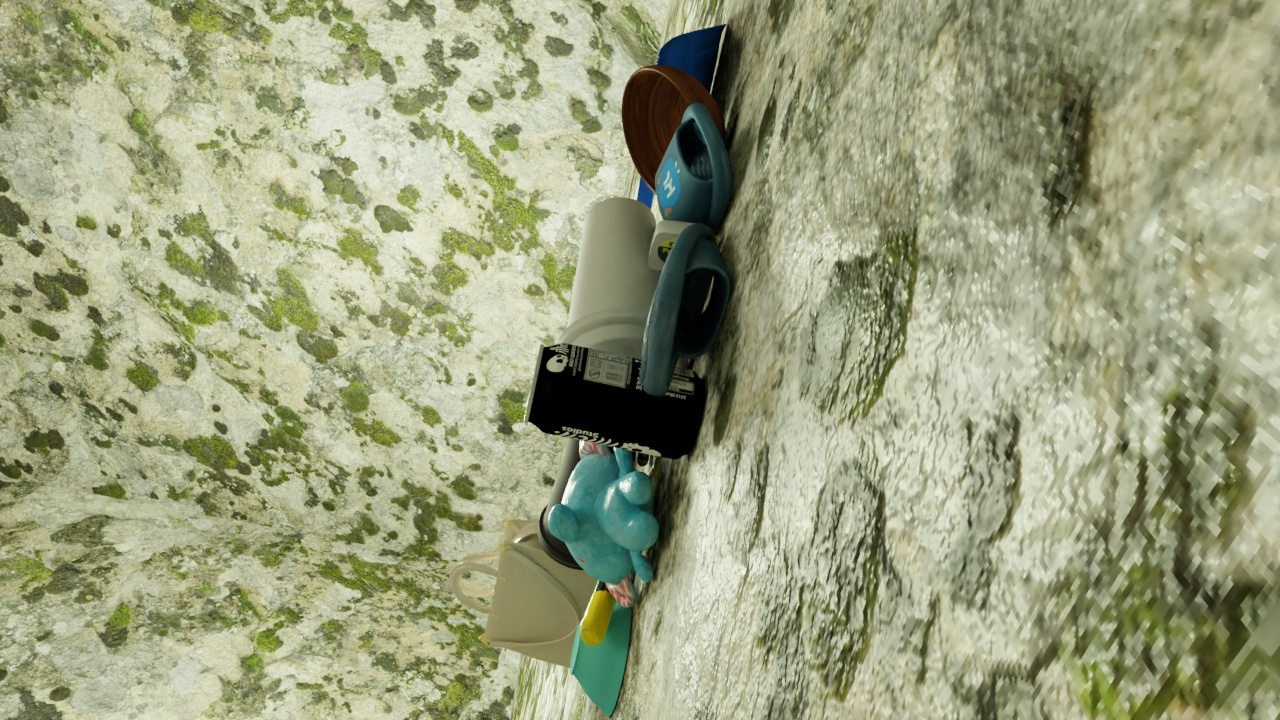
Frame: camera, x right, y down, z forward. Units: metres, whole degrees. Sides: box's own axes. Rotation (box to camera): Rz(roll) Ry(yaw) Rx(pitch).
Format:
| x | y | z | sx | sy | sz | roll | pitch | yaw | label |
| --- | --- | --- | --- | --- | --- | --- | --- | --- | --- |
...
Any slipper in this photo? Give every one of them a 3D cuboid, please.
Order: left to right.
| x | y | z | sx | sy | sz | roll | pitch | yaw | label |
| --- | --- | --- | --- | --- | --- | --- | --- | --- | --- |
| 0.043 | -0.165 | 0.906 | 0.214 | 0.059 | 0.103 | 104 | 155 | -59 | slipper |
| 0.043 | -0.040 | 0.779 | 0.213 | 0.059 | 0.104 | -65 | -16 | -55 | slipper |

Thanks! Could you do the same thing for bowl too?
| x | y | z | sx | sy | sz | roll | pitch | yaw | label |
| --- | --- | --- | --- | --- | --- | --- | --- | --- | --- |
| -0.045 | 0.302 | 0.953 | 0.121 | 0.046 | 0.121 | -170 | 92 | -84 | bowl |
| 0.048 | -0.249 | 0.989 | 0.147 | 0.068 | 0.147 | 44 | 147 | 38 | bowl |

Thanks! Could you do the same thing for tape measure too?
| x | y | z | sx | sy | sz | roll | pitch | yaw | label |
| --- | --- | --- | --- | --- | --- | --- | --- | --- | --- |
| 0.042 | -0.107 | 0.887 | 0.065 | 0.064 | 0.016 | 99 | 179 | -59 | tape measure |

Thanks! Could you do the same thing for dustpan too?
| x | y | z | sx | sy | sz | roll | pitch | yaw | label |
| --- | --- | --- | --- | --- | --- | --- | --- | --- | --- |
| 0.040 | -0.283 | 1.137 | 0.245 | 0.059 | 0.258 | -59 | -20 | -65 | dustpan |

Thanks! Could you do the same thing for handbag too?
| x | y | z | sx | sy | sz | roll | pitch | yaw | label |
| --- | --- | --- | --- | --- | --- | --- | --- | --- | --- |
| -0.140 | 0.283 | 1.150 | 0.101 | 0.198 | 0.195 | -89 | 12 | -62 | handbag |

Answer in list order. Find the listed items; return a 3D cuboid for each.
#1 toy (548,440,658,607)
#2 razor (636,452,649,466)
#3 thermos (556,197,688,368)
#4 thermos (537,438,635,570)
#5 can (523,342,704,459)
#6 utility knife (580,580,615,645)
| x | y | z | sx | sy | sz | roll | pitch | yaw | label |
| --- | --- | --- | --- | --- | --- | --- | --- | --- | --- |
| -0.033 | 0.150 | 0.877 | 0.181 | 0.114 | 0.183 | 145 | 116 | -74 | toy |
| 0.006 | 0.069 | 1.083 | 0.140 | 0.018 | 0.044 | -88 | -22 | -46 | razor |
| -0.020 | -0.067 | 0.954 | 0.132 | 0.131 | 0.221 | 108 | 165 | -47 | thermos |
| -0.052 | 0.133 | 1.034 | 0.105 | 0.106 | 0.219 | -86 | 7 | -53 | thermos |
| -0.023 | 0.035 | 0.800 | 0.080 | 0.146 | 0.080 | -170 | 92 | -84 | can |
| -0.031 | 0.229 | 0.969 | 0.186 | 0.020 | 0.029 | -64 | -44 | -61 | utility knife |
